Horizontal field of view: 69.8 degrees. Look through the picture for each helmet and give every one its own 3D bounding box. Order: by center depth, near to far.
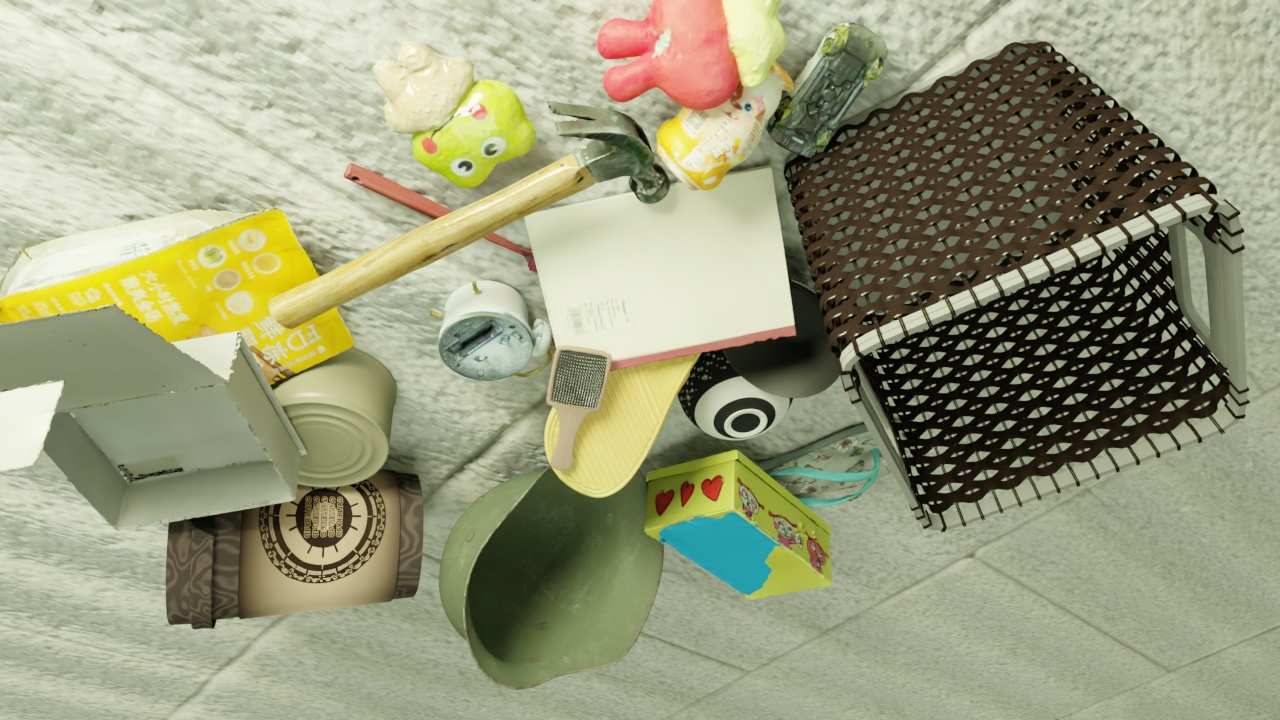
[{"bbox_3d":[-0.116,0.215,0.964,0.154,0.266,0.227,-6,115,38],"label":"helmet"}]

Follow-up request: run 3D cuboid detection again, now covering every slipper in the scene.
[{"bbox_3d":[-0.005,0.005,0.855,0.099,0.078,0.264,29,109,-11],"label":"slipper"},{"bbox_3d":[0.191,0.142,1.046,0.269,0.054,0.098,-18,138,12],"label":"slipper"}]

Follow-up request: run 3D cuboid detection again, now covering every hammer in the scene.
[{"bbox_3d":[-0.145,-0.102,0.715,0.331,0.033,0.132,-23,157,11],"label":"hammer"}]

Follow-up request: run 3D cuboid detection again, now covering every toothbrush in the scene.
[{"bbox_3d":[-0.152,-0.113,0.756,0.189,0.016,0.016,24,128,-29],"label":"toothbrush"}]

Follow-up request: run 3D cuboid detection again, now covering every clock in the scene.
[{"bbox_3d":[-0.129,-0.019,0.827,0.083,0.057,0.117,-31,132,21],"label":"clock"}]

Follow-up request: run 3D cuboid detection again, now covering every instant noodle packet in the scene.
[{"bbox_3d":[-0.372,-0.040,0.764,0.221,0.084,0.163,-15,136,-2],"label":"instant noodle packet"}]

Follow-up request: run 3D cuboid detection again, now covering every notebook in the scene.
[{"bbox_3d":[0.019,-0.072,0.781,0.209,0.012,0.153,-10,110,4],"label":"notebook"}]

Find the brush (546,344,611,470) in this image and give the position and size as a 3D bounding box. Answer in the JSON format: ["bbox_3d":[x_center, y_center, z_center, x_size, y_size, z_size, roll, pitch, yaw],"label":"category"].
[{"bbox_3d":[-0.061,0.048,0.820,0.050,0.015,0.136,9,122,-8],"label":"brush"}]

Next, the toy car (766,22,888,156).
[{"bbox_3d":[0.139,-0.206,0.694,0.048,0.033,0.106,21,124,-25],"label":"toy car"}]

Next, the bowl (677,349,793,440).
[{"bbox_3d":[0.099,0.038,0.913,0.120,0.066,0.120,-4,136,-4],"label":"bowl"}]

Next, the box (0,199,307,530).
[{"bbox_3d":[-0.387,0.006,0.647,0.166,0.108,0.419,-10,150,-3],"label":"box"}]

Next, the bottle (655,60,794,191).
[{"bbox_3d":[0.064,-0.180,0.688,0.109,0.063,0.063,-41,128,14],"label":"bottle"}]

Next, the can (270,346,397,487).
[{"bbox_3d":[-0.297,0.053,0.863,0.128,0.073,0.128,-4,136,-4],"label":"can"}]

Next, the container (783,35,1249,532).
[{"bbox_3d":[0.270,-0.062,0.710,0.246,0.243,0.247,-24,134,15],"label":"container"}]

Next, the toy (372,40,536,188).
[{"bbox_3d":[-0.139,-0.181,0.669,0.092,0.043,0.118,-28,131,21],"label":"toy"}]

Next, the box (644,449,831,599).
[{"bbox_3d":[0.113,0.187,1.024,0.125,0.079,0.221,-21,135,33],"label":"box"}]

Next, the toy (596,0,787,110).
[{"bbox_3d":[0.035,-0.221,0.641,0.135,0.045,0.091,-16,102,9],"label":"toy"}]

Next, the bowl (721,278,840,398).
[{"bbox_3d":[0.137,-0.032,0.843,0.124,0.052,0.124,17,128,23],"label":"bowl"}]

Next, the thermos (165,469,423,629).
[{"bbox_3d":[-0.343,0.178,0.927,0.226,0.172,0.173,3,135,-21],"label":"thermos"}]
